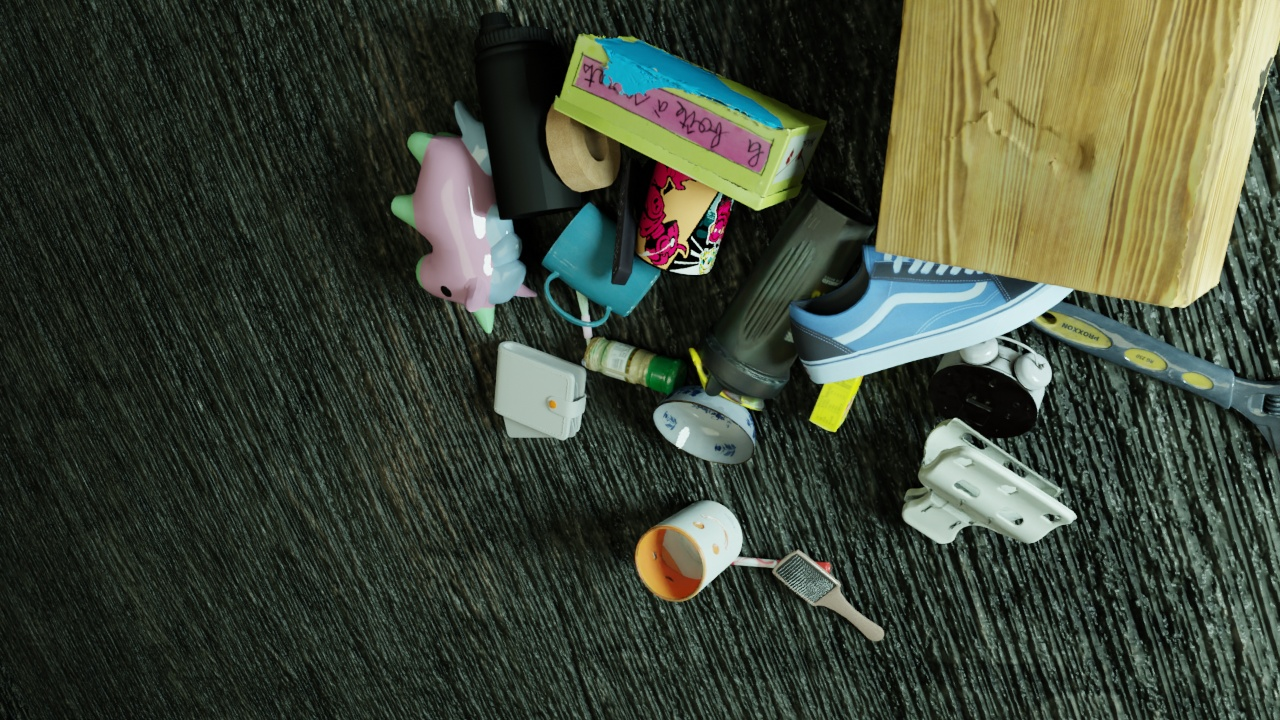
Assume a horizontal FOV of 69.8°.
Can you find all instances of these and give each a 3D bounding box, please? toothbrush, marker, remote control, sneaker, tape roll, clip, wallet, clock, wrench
[{"bbox_3d":[-0.065,-0.066,1.018,0.015,0.022,0.155,-5,107,2],"label":"toothbrush"},{"bbox_3d":[0.140,0.225,1.021,0.142,0.012,0.013,-2,107,29],"label":"marker"},{"bbox_3d":[-0.014,-0.139,0.909,0.015,0.136,0.032,11,152,-13],"label":"remote control"},{"bbox_3d":[0.243,-0.062,0.782,0.241,0.083,0.098,-19,109,14],"label":"sneaker"},{"bbox_3d":[-0.055,-0.216,0.910,0.027,0.093,0.094,-5,106,29],"label":"tape roll"},{"bbox_3d":[0.313,0.113,0.856,0.126,0.101,0.152,34,158,-4],"label":"clip"},{"bbox_3d":[-0.121,0.049,1.079,0.118,0.037,0.115,20,117,24],"label":"wallet"},{"bbox_3d":[0.309,0.019,0.810,0.094,0.035,0.123,25,148,15],"label":"clock"},{"bbox_3d":[0.453,0.009,0.766,0.273,0.022,0.073,26,125,17],"label":"wrench"}]

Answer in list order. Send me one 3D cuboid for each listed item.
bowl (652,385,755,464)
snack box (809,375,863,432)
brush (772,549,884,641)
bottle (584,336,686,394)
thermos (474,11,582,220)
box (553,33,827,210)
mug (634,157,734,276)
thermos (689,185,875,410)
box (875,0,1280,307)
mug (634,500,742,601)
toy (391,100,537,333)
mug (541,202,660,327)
[{"bbox_3d":[0.073,0.059,0.962,0.114,0.045,0.114,19,150,12],"label":"bowl"},{"bbox_3d":[0.205,-0.003,0.883,0.029,0.040,0.148,26,119,18],"label":"snack box"},{"bbox_3d":[0.205,0.259,0.988,0.135,0.015,0.050,39,129,2],"label":"brush"},{"bbox_3d":[-0.006,0.006,0.999,0.111,0.043,0.043,17,115,23],"label":"bottle"},{"bbox_3d":[-0.117,-0.248,0.927,0.086,0.086,0.198,-5,97,29],"label":"thermos"},{"bbox_3d":[0.045,-0.223,0.839,0.221,0.124,0.079,27,117,15],"label":"box"},{"bbox_3d":[0.034,-0.152,0.903,0.118,0.081,0.098,43,127,41],"label":"mug"},{"bbox_3d":[0.132,-0.055,0.875,0.098,0.098,0.221,36,117,12],"label":"thermos"},{"bbox_3d":[0.323,-0.208,0.689,0.252,0.191,0.279,18,117,38],"label":"box"},{"bbox_3d":[0.054,0.204,0.996,0.082,0.105,0.082,5,100,28],"label":"mug"},{"bbox_3d":[-0.185,-0.156,0.999,0.171,0.119,0.223,30,115,20],"label":"toy"},{"bbox_3d":[-0.046,-0.088,0.948,0.104,0.112,0.084,38,167,-4],"label":"mug"}]
